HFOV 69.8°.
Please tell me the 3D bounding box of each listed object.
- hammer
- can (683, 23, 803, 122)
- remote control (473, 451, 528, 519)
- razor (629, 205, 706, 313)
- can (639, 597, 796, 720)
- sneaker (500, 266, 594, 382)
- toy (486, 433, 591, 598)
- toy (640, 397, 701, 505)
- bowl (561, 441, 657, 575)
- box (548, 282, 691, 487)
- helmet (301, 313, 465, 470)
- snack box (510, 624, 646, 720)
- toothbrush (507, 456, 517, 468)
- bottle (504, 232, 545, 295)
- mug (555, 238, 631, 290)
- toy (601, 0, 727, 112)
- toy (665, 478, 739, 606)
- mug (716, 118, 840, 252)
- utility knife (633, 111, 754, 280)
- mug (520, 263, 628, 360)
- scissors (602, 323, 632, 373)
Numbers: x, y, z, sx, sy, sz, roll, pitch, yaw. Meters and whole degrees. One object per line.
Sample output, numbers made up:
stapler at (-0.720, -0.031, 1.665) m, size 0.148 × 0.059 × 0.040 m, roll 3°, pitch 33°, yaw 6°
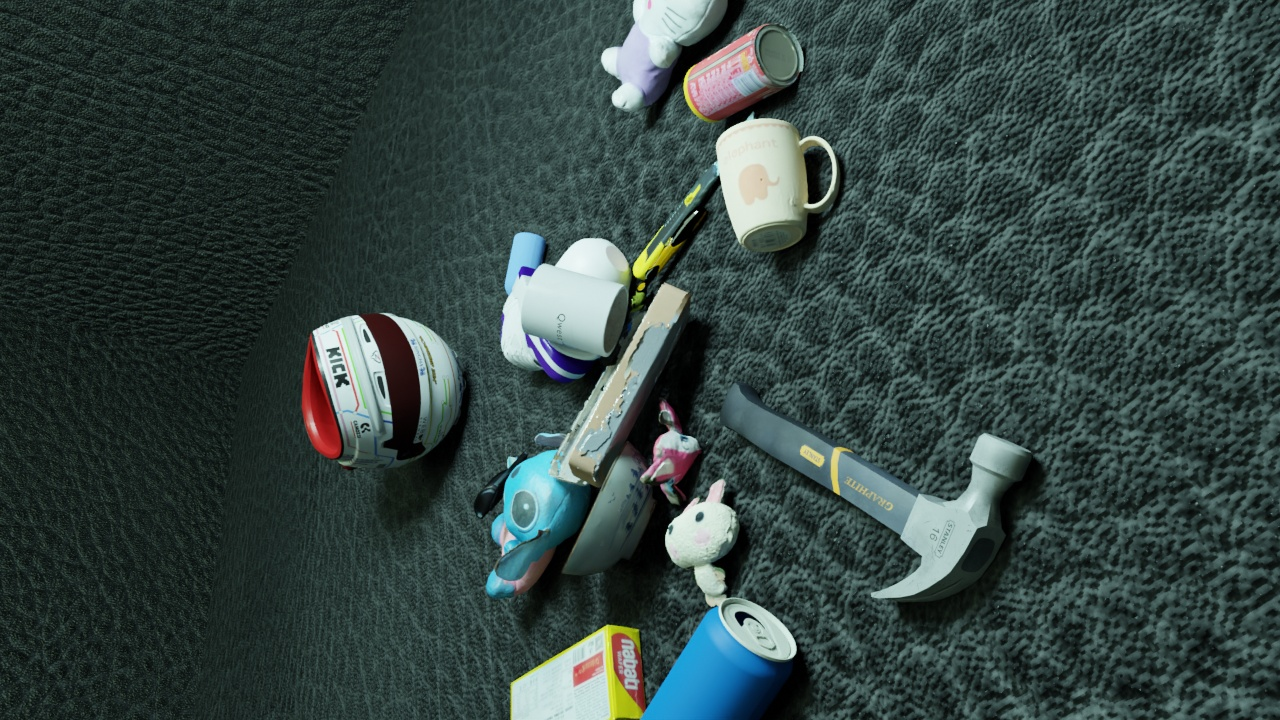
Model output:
hammer at (0.156, 0.078, 0.730) m, size 0.312 × 0.035 × 0.139 m, roll 33°, pitch 105°, yaw 59°
can at (0.107, -0.304, 0.978) m, size 0.125 × 0.066 × 0.066 m, roll -10°, pitch 66°, yaw 56°
remote control at (-0.169, 0.148, 1.117) m, size 0.045 × 0.021 × 0.140 m, roll -62°, pitch -3°, yaw 14°
razor at (0.029, -0.117, 1.044) m, size 0.144 × 0.021 × 0.044 m, roll -52°, pitch 13°, yaw 21°
can at (0.059, 0.270, 0.738) m, size 0.146 × 0.079 × 0.079 m, roll -61°, pitch 32°, yaw 17°
sneaker at (-0.136, -0.025, 1.203) m, size 0.111 × 0.091 × 0.244 m, roll -60°, pitch 29°, yaw 21°
toy at (-0.125, 0.191, 1.052) m, size 0.192 × 0.099 × 0.223 m, roll -58°, pitch 12°, yaw 34°
toy at (0.034, 0.086, 0.907) m, size 0.050 × 0.065 × 0.102 m, roll -9°, pitch 58°, yaw 21°
bowl at (-0.021, 0.158, 0.921) m, size 0.150 × 0.057 × 0.151 m, roll -63°, pitch -5°, yaw -10°
box at (-0.020, 0.030, 0.962) m, size 0.216 × 0.071 × 0.157 m, roll -62°, pitch 18°, yaw -18°
helmet at (-0.393, 0.045, 1.428) m, size 0.315 × 0.235 × 0.231 m, roll -46°, pitch 61°, yaw 58°
snack box at (-0.069, 0.349, 0.938) m, size 0.201 × 0.042 × 0.092 m, roll -42°, pitch 42°, yaw 40°
toothbrush at (-0.168, 0.185, 1.209) m, size 0.021 × 0.016 × 0.132 m, roll -41°, pitch 41°, yaw 42°
bottle at (-0.173, -0.119, 1.348) m, size 0.048 × 0.048 × 0.131 m, roll -14°, pitch 62°, yaw 55°
mug at (-0.049, -0.088, 1.101) m, size 0.076 × 0.090 × 0.123 m, roll -35°, pitch 64°, yaw 32°
toy at (0.034, -0.409, 1.135) m, size 0.210 × 0.085 × 0.137 m, roll -48°, pitch 40°, yaw 37°
toy at (0.057, 0.163, 0.834) m, size 0.087 × 0.050 × 0.112 m, roll -32°, pitch 43°, yaw 48°
mug at (0.132, -0.165, 0.864) m, size 0.112 × 0.085 × 0.104 m, roll -13°, pitch 70°, yaw 23°
utility knife at (0.060, -0.182, 1.038) m, size 0.234 × 0.020 × 0.028 m, roll -52°, pitch 37°, yaw 28°
mug at (-0.073, -0.045, 1.047) m, size 0.120 × 0.096 × 0.082 m, roll 92°, pitch -161°, yaw -50°
scissors at (-0.008, 0.011, 1.052) m, size 0.126 × 0.014 × 0.130 m, roll -14°, pitch 58°, yaw 54°
